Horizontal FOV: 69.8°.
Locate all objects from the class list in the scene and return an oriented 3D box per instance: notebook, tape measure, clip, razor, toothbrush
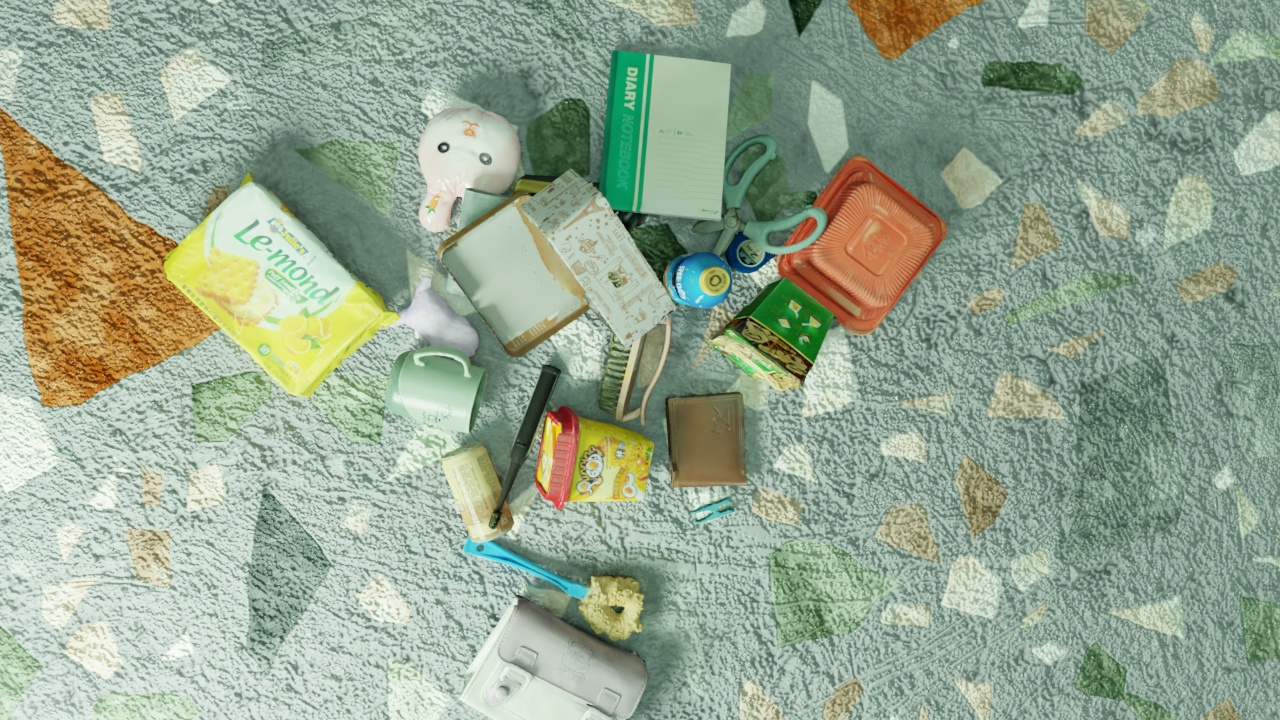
[{"bbox_3d":[0.030,-0.274,1.111,0.150,0.012,0.209,5,77,-3],"label":"notebook"},{"bbox_3d":[0.134,-0.137,1.158,0.054,0.025,0.058,-42,90,2],"label":"tape measure"},{"bbox_3d":[0.094,0.195,1.193,0.057,0.014,0.045,-21,99,-3],"label":"clip"},{"bbox_3d":[-0.072,-0.196,1.124,0.167,0.062,0.067,10,65,0],"label":"razor"},{"bbox_3d":[-0.146,0.106,1.133,0.026,0.027,0.212,20,78,0],"label":"toothbrush"}]

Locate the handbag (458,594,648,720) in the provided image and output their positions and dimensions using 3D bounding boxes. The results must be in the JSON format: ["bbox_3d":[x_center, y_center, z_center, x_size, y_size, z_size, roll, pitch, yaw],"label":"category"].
[{"bbox_3d":[-0.108,0.406,1.163,0.197,0.098,0.145,31,87,-7],"label":"handbag"}]

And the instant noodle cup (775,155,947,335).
[{"bbox_3d":[0.279,-0.141,1.141,0.164,0.079,0.189,35,93,-6],"label":"instant noodle cup"}]

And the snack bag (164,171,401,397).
[{"bbox_3d":[-0.431,-0.085,1.100,0.158,0.068,0.246,-44,97,2],"label":"snack bag"}]

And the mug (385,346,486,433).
[{"bbox_3d":[-0.246,0.026,1.108,0.106,0.082,0.112,15,130,-2],"label":"mug"}]

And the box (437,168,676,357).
[{"bbox_3d":[-0.095,-0.090,1.048,0.197,0.157,0.181,-34,125,-3],"label":"box"}]

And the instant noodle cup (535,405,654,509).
[{"bbox_3d":[-0.057,0.123,1.133,0.123,0.116,0.116,9,94,-17],"label":"instant noodle cup"}]

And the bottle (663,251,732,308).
[{"bbox_3d":[0.070,-0.092,1.060,0.065,0.218,0.065,-1,96,-6],"label":"bottle"}]

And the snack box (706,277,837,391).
[{"bbox_3d":[0.166,-0.037,1.135,0.117,0.118,0.105,36,80,-7],"label":"snack box"}]

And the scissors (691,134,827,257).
[{"bbox_3d":[0.144,-0.203,1.134,0.170,0.019,0.181,-4,83,22],"label":"scissors"}]

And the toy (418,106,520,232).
[{"bbox_3d":[-0.211,-0.226,1.113,0.121,0.054,0.159,12,103,-5],"label":"toy"}]

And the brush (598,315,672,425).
[{"bbox_3d":[-0.007,0.007,1.142,0.073,0.063,0.145,14,95,5],"label":"brush"}]

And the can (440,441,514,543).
[{"bbox_3d":[-0.203,0.164,1.146,0.058,0.058,0.116,-20,97,-2],"label":"can"}]

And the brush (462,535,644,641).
[{"bbox_3d":[-0.107,0.283,1.179,0.254,0.046,0.083,24,97,-2],"label":"brush"}]

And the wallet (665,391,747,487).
[{"bbox_3d":[0.086,0.102,1.176,0.101,0.032,0.124,-4,97,-6],"label":"wallet"}]

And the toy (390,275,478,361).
[{"bbox_3d":[-0.250,-0.040,1.133,0.108,0.038,0.084,42,109,-10],"label":"toy"}]

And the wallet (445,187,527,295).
[{"bbox_3d":[-0.172,-0.134,1.111,0.106,0.037,0.130,10,111,-15],"label":"wallet"}]
